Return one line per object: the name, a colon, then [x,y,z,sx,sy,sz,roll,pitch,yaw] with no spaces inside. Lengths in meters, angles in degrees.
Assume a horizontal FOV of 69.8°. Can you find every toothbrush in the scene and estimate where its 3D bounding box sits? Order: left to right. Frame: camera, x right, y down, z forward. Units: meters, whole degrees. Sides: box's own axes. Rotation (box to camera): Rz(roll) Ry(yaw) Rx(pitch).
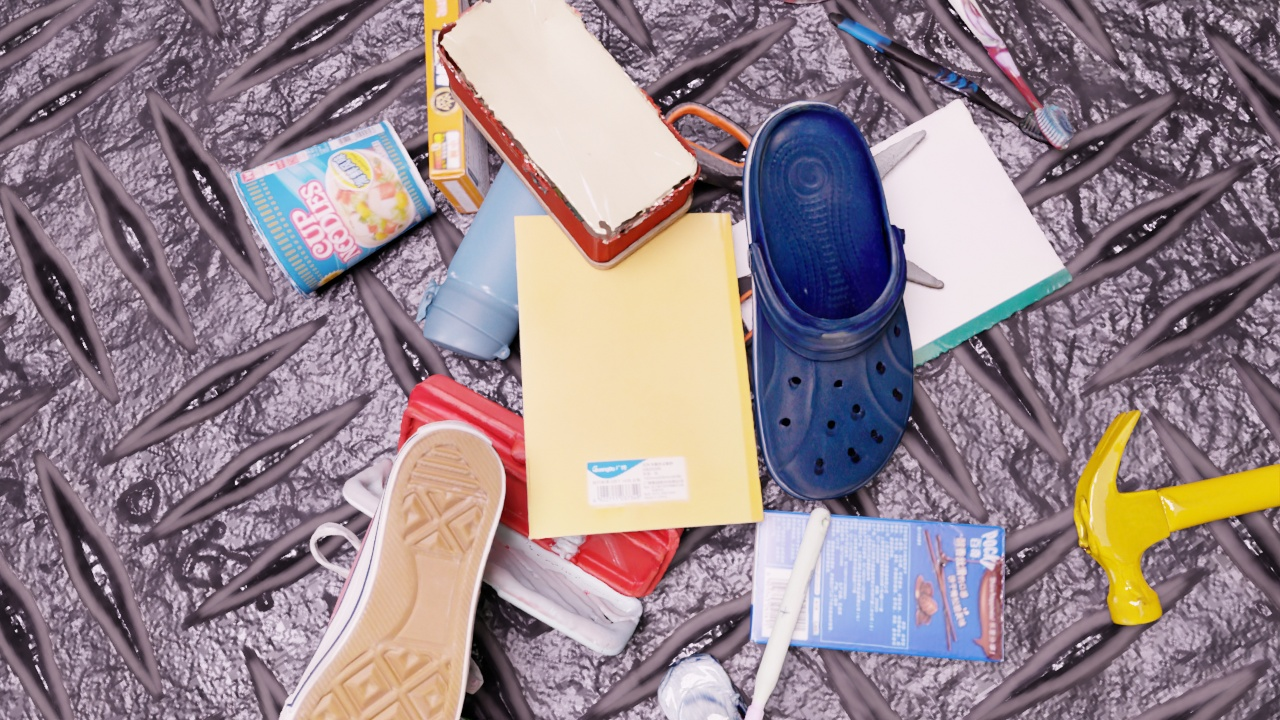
toothbrush: [0.085,0.182,0.566,0.029,0.020,0.189,25,78,-29]
toothbrush: [0.216,-0.203,0.651,0.189,0.016,0.014,33,80,10]
toothbrush: [0.247,-0.225,0.642,0.016,0.017,0.187,-24,73,-5]

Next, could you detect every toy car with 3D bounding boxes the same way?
toy car: [0.053,0.237,0.583,0.049,0.031,0.105,-35,78,-4]

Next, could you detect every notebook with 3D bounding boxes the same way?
notebook: [-0.003,0.003,0.577,0.146,0.010,0.206,-3,75,-8]
notebook: [0.167,-0.068,0.633,0.209,0.012,0.150,-29,81,0]

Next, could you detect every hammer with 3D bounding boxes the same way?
hammer: [0.426,0.073,0.581,0.301,0.033,0.128,-13,81,2]

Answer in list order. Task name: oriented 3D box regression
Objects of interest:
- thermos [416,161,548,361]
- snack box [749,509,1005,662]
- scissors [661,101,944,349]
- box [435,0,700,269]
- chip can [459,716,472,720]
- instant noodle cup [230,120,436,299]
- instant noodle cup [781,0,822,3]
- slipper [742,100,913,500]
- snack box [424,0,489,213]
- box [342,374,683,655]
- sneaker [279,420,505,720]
thermos: [-0.078,-0.103,0.631,0.070,0.070,0.220,26,83,8]
snack box: [0.151,0.144,0.592,0.157,0.026,0.084,3,80,5]
scissors: [0.095,-0.095,0.628,0.221,0.022,0.233,45,88,3]
box: [-0.043,-0.150,0.562,0.091,0.078,0.168,-38,84,-9]
chip can: [-0.071,0.265,0.552,0.236,0.072,0.072,19,82,-1]
instant noodle cup: [-0.206,-0.111,0.632,0.110,0.099,0.099,-30,80,-8]
instant noodle cup: [0.118,-0.321,0.630,0.138,0.108,0.137,-1,80,4]
slipper: [0.121,-0.036,0.567,0.105,0.095,0.253,-6,93,-1]
snack box: [-0.128,-0.188,0.643,0.026,0.075,0.153,-5,80,3]
box: [-0.083,0.104,0.578,0.201,0.100,0.096,29,126,8]
sneaker: [-0.137,0.150,0.511,0.118,0.088,0.240,19,80,-14]
